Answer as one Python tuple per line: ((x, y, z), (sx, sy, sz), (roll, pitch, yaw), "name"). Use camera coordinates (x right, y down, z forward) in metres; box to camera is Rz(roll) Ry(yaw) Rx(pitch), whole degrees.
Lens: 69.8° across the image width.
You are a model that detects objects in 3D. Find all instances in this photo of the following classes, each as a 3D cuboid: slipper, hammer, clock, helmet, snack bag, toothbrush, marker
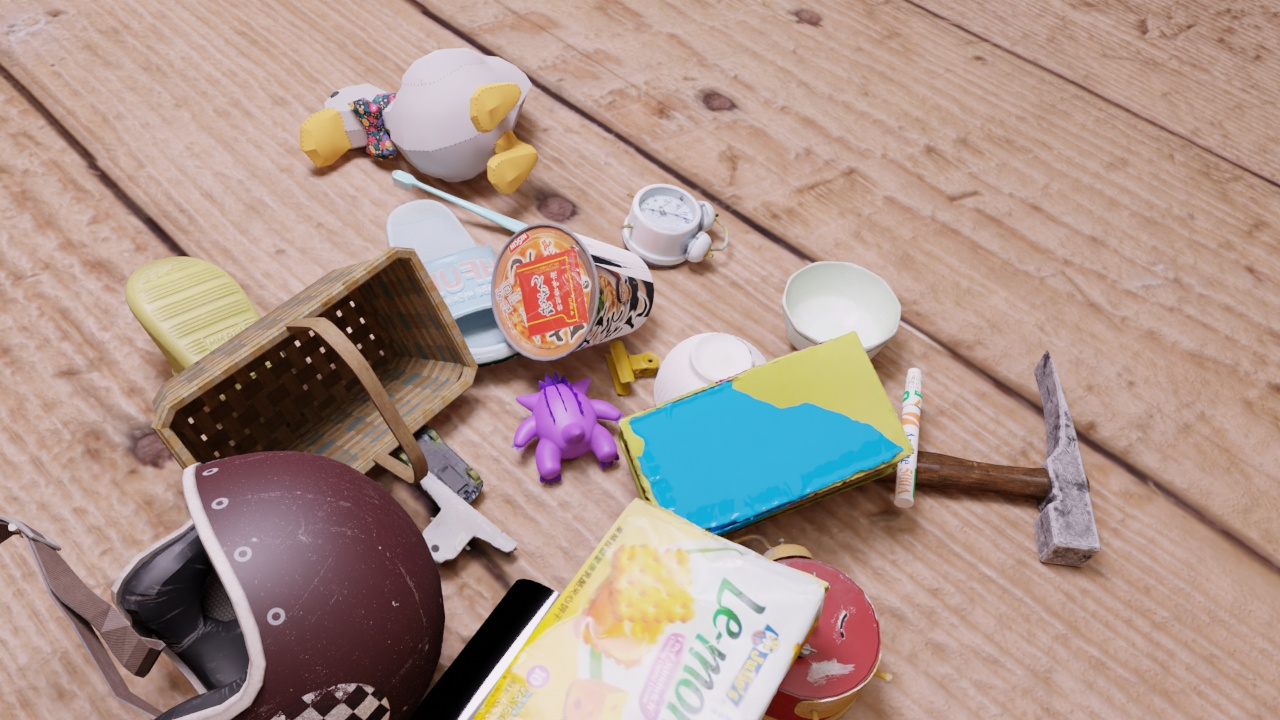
((-0.390, -0.008, 0.845), (0.190, 0.082, 0.091), (51, 51, 0), "slipper")
((0.257, 0.069, 0.858), (0.300, 0.037, 0.217), (7, 52, 2), "hammer")
((0.038, -0.143, 0.993), (0.117, 0.057, 0.083), (12, 52, -4), "clock")
((-0.265, 0.177, 0.613), (0.253, 0.234, 0.233), (-37, 35, -14), "helmet")
((0.115, 0.202, 0.715), (0.117, 0.081, 0.159), (-25, 58, -22), "clock")
((-0.193, -0.087, 0.920), (0.104, 0.074, 0.245), (-22, 56, -19), "slipper")
((0.005, 0.215, 0.609), (0.160, 0.068, 0.246), (24, 55, 23), "snack bag")
((-0.185, -0.165, 0.997), (0.180, 0.017, 0.016), (22, 53, -4), "toothbrush")
((0.242, 0.066, 0.825), (0.017, 0.017, 0.145), (13, 53, 6), "marker")

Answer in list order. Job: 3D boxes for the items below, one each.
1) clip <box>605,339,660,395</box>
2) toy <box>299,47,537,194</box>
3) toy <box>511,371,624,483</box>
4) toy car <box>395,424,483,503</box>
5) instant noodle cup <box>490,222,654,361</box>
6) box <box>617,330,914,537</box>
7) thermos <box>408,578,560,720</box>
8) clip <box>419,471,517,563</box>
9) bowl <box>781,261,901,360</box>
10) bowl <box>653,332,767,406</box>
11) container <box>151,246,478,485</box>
((-0.006, 0.003, 0.893), (0.049, 0.044, 0.054), (-25, 53, 8), "clip")
((-0.231, -0.277, 1.031), (0.268, 0.141, 0.246), (22, 51, 34), "toy")
((-0.068, 0.054, 0.831), (0.106, 0.056, 0.088), (-15, 51, -14), "toy")
((-0.178, 0.095, 0.808), (0.090, 0.027, 0.038), (40, 65, 18), "toy car")
((-0.055, -0.065, 0.870), (0.123, 0.124, 0.121), (41, 24, 24), "instant noodle cup")
((0.100, 0.073, 0.777), (0.221, 0.082, 0.124), (-23, 73, -5), "box")
((-0.115, 0.260, 0.649), (0.086, 0.086, 0.198), (28, 56, 17), "thermos")
((-0.156, 0.141, 0.758), (0.102, 0.046, 0.056), (38, 65, 0), "clip")
((0.195, -0.037, 0.918), (0.117, 0.061, 0.117), (2, 52, -3), "bowl")
((0.073, 0.016, 0.867), (0.118, 0.062, 0.117), (2, 52, -3), "bowl")
((-0.250, 0.026, 0.751), (0.187, 0.158, 0.249), (12, 45, 45), "container")
